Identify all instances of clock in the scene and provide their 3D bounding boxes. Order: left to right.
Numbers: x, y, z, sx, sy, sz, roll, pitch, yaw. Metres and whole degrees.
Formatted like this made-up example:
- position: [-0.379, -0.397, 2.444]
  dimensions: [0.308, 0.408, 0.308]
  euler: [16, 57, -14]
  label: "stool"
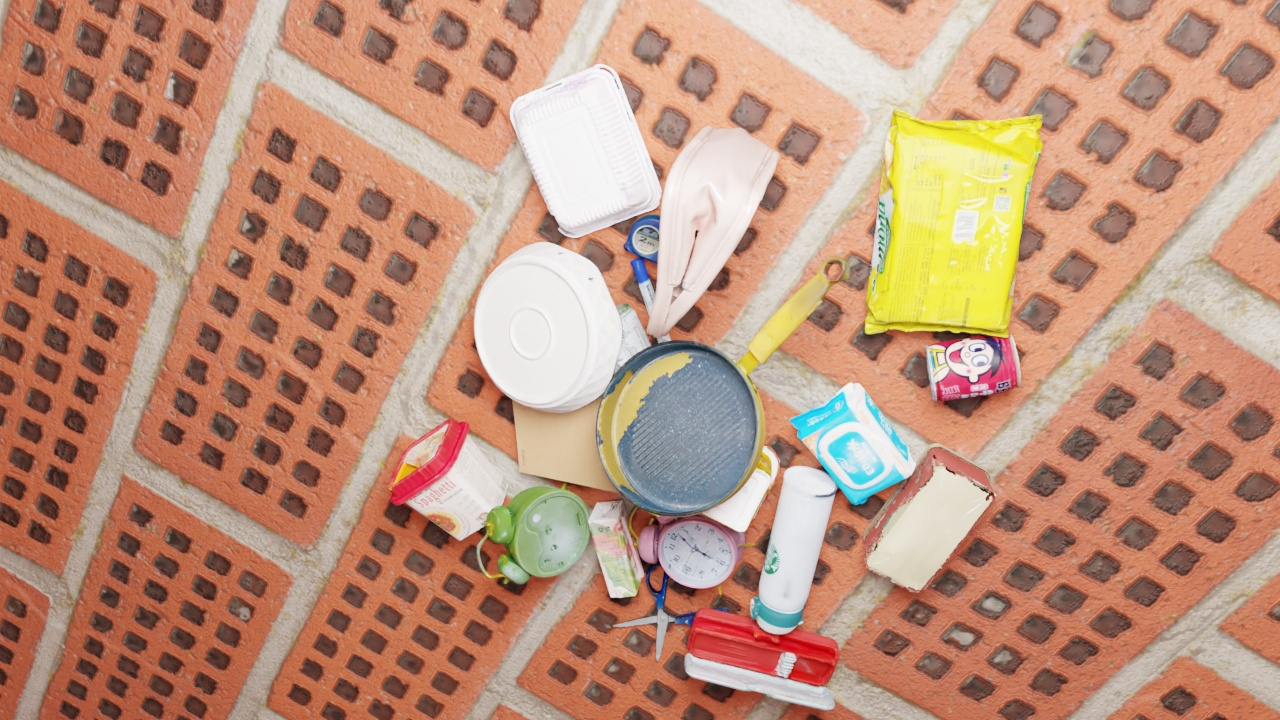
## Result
- position: [-0.141, 0.226, 1.195]
  dimensions: [0.056, 0.160, 0.116]
  euler: [15, 124, 52]
  label: "clock"
- position: [0.059, 0.230, 1.195]
  dimensions: [0.158, 0.059, 0.117]
  euler: [28, 114, 2]
  label: "clock"

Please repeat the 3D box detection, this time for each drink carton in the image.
- position: [-0.030, 0.252, 1.227]
  dimensions: [0.045, 0.053, 0.122]
  euler: [-9, 110, 15]
  label: "drink carton"

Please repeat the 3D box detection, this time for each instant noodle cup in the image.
- position: [-0.248, 0.162, 1.213]
  dimensions: [0.116, 0.116, 0.124]
  euler: [-33, 113, 22]
  label: "instant noodle cup"
- position: [-0.067, -0.229, 1.036]
  dimensions: [0.138, 0.060, 0.173]
  euler: [-17, 106, 18]
  label: "instant noodle cup"
- position: [0.104, 0.145, 1.101]
  dimensions: [0.116, 0.123, 0.116]
  euler: [26, 93, 1]
  label: "instant noodle cup"

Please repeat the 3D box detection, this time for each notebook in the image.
- position: [-0.067, 0.095, 1.154]
  dimensions: [0.212, 0.012, 0.150]
  euler: [9, 119, 22]
  label: "notebook"

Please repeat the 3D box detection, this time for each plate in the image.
- position: [-0.119, -0.035, 1.095]
  dimensions: [0.205, 0.045, 0.205]
  euler: [6, 101, 30]
  label: "plate"

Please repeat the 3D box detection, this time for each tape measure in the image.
- position: [0.014, -0.143, 1.071]
  dimensions: [0.058, 0.025, 0.055]
  euler: [22, 113, -1]
  label: "tape measure"

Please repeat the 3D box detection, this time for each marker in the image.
- position: [0.018, -0.055, 1.111]
  dimensions: [0.017, 0.016, 0.146]
  euler: [-14, 108, 17]
  label: "marker"

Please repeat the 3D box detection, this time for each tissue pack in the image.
- position: [0.255, 0.100, 1.096]
  dimensions: [0.090, 0.063, 0.140]
  euler: [-35, 101, 23]
  label: "tissue pack"

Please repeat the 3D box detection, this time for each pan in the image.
- position: [0.094, 0.022, 1.000]
  dimensions: [0.358, 0.078, 0.197]
  euler: [-43, 67, 14]
  label: "pan"

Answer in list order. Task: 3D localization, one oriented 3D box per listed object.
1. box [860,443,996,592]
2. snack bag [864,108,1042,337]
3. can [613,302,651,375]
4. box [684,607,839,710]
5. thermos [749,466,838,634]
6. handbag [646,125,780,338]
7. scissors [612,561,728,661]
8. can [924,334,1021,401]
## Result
- position: [0.344, 0.195, 1.107]
  dimensions: [0.091, 0.077, 0.169]
  euler: [28, 114, -1]
  label: "box"
- position: [0.333, -0.139, 0.979]
  dimensions: [0.158, 0.068, 0.247]
  euler: [5, 112, 10]
  label: "snack bag"
- position: [-0.007, 0.007, 1.119]
  dimensions: [0.058, 0.058, 0.147]
  euler: [-21, 106, 19]
  label: "can"
- position: [0.160, 0.411, 1.218]
  dimensions: [0.201, 0.098, 0.095]
  euler: [13, 119, 3]
  label: "box"
- position: [0.191, 0.247, 1.168]
  dimensions: [0.073, 0.073, 0.225]
  euler: [12, 114, 7]
  label: "thermos"
- position: [0.061, -0.123, 0.990]
  dimensions: [0.093, 0.192, 0.235]
  euler: [24, 125, 4]
  label: "handbag"
- position: [0.041, 0.353, 1.275]
  dimensions: [0.162, 0.012, 0.174]
  euler: [7, 114, 10]
  label: "scissors"
- position: [0.372, 0.008, 1.030]
  dimensions: [0.094, 0.066, 0.066]
  euler: [-9, 109, 15]
  label: "can"
